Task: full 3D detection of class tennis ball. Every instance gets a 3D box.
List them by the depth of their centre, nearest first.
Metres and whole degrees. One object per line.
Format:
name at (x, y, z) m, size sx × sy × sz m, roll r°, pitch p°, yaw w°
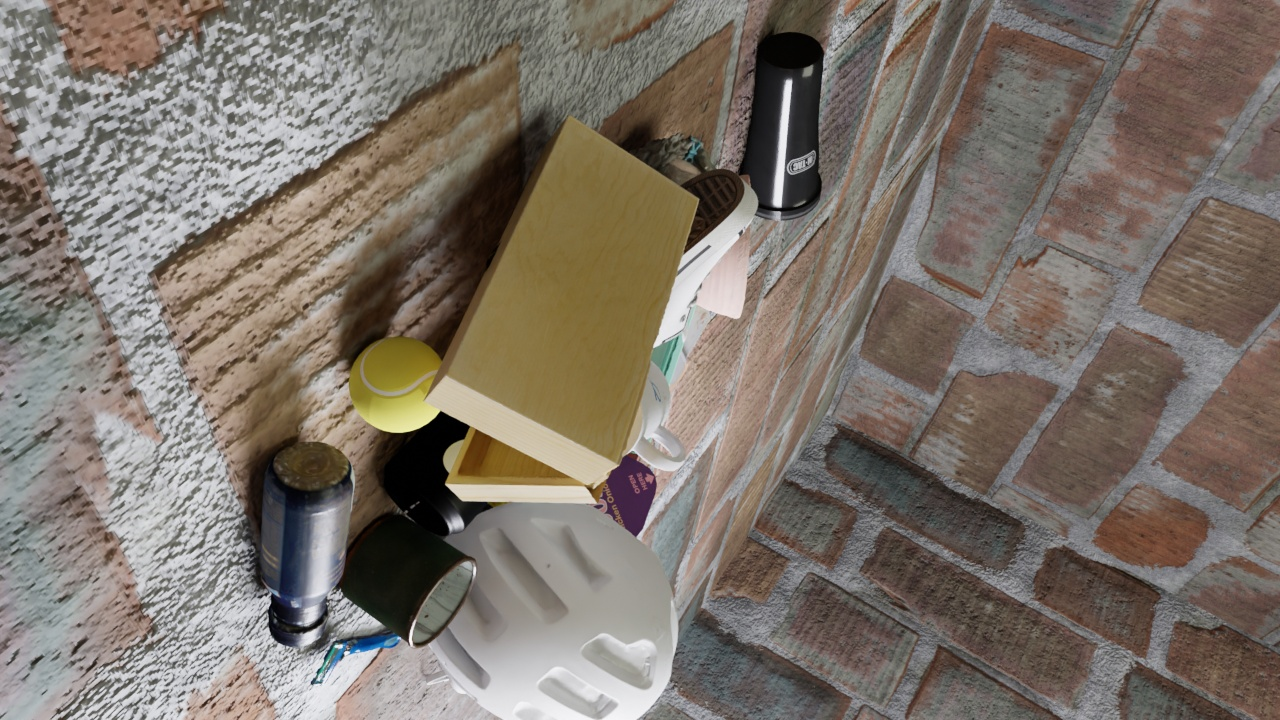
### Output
tennis ball at (-0.164, 0.016, 0.623) m, size 0.065 × 0.065 × 0.065 m, roll -52°, pitch 161°, yaw -27°

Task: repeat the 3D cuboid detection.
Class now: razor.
razor at (-0.253, 0.260, 0.829) m, size 0.044 × 0.018 × 0.141 m, roll -61°, pitch 166°, yaw -2°

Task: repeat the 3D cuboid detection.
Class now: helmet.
helmet at (-0.088, 0.256, 0.917) m, size 0.224 × 0.282 × 0.183 m, roll -41°, pitch -159°, yaw 4°

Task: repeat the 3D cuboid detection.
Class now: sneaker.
sneaker at (0.025, -0.062, 0.837) m, size 0.097 × 0.091 × 0.246 m, roll 29°, pitch 118°, yaw -34°

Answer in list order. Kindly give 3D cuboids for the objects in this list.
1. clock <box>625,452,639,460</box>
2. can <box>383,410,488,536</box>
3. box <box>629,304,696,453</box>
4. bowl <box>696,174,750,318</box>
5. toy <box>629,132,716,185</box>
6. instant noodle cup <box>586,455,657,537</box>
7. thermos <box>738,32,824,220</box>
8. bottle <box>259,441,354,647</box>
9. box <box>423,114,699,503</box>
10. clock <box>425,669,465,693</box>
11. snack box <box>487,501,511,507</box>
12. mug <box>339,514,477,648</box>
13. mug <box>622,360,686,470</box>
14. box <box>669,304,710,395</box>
clock at (-0.027, 0.104, 1.152) m, size 0.110 × 0.062 × 0.156 m, roll 108°, pitch 7°, yaw -55°
can at (-0.136, 0.068, 0.756) m, size 0.145 × 0.080 × 0.080 m, roll -50°, pitch 160°, yaw -32°
box at (-0.008, 0.005, 1.015) m, size 0.079 × 0.077 × 0.189 m, roll 16°, pitch 95°, yaw -41°
bowl at (0.073, -0.122, 0.975) m, size 0.153 × 0.076 × 0.153 m, roll 8°, pitch 85°, yaw -88°
toy at (0.013, -0.135, 0.879) m, size 0.132 × 0.076 × 0.176 m, roll 14°, pitch 117°, yaw -34°
instant noodle cup at (-0.064, 0.170, 1.042) m, size 0.136 × 0.122 × 0.122 m, roll -16°, pitch 164°, yaw -30°
thermos at (0.170, -0.273, 1.088) m, size 0.105 × 0.106 × 0.219 m, roll -52°, pitch 155°, yaw -29°
bottle at (-0.229, 0.130, 0.626) m, size 0.056 × 0.056 × 0.161 m, roll -37°, pitch 150°, yaw -53°
box at (-0.049, -0.027, 0.675) m, size 0.185 × 0.142 × 0.247 m, roll 105°, pitch 3°, yaw -56°
clock at (-0.170, 0.338, 1.056) m, size 0.159 × 0.061 × 0.120 m, roll -9°, pitch 159°, yaw -27°
snack box at (-0.108, 0.088, 0.962) m, size 0.148 × 0.026 × 0.061 m, roll -46°, pitch 156°, yaw -41°
mug at (-0.191, 0.184, 0.777) m, size 0.085 × 0.081 × 0.111 m, roll -60°, pitch 163°, yaw -6°
mug at (-0.012, 0.050, 0.771) m, size 0.083 × 0.119 × 0.096 m, roll -53°, pitch 172°, yaw 14°
box at (0.038, -0.032, 1.183) m, size 0.150 × 0.043 × 0.216 m, roll -63°, pitch 163°, yaw -10°
